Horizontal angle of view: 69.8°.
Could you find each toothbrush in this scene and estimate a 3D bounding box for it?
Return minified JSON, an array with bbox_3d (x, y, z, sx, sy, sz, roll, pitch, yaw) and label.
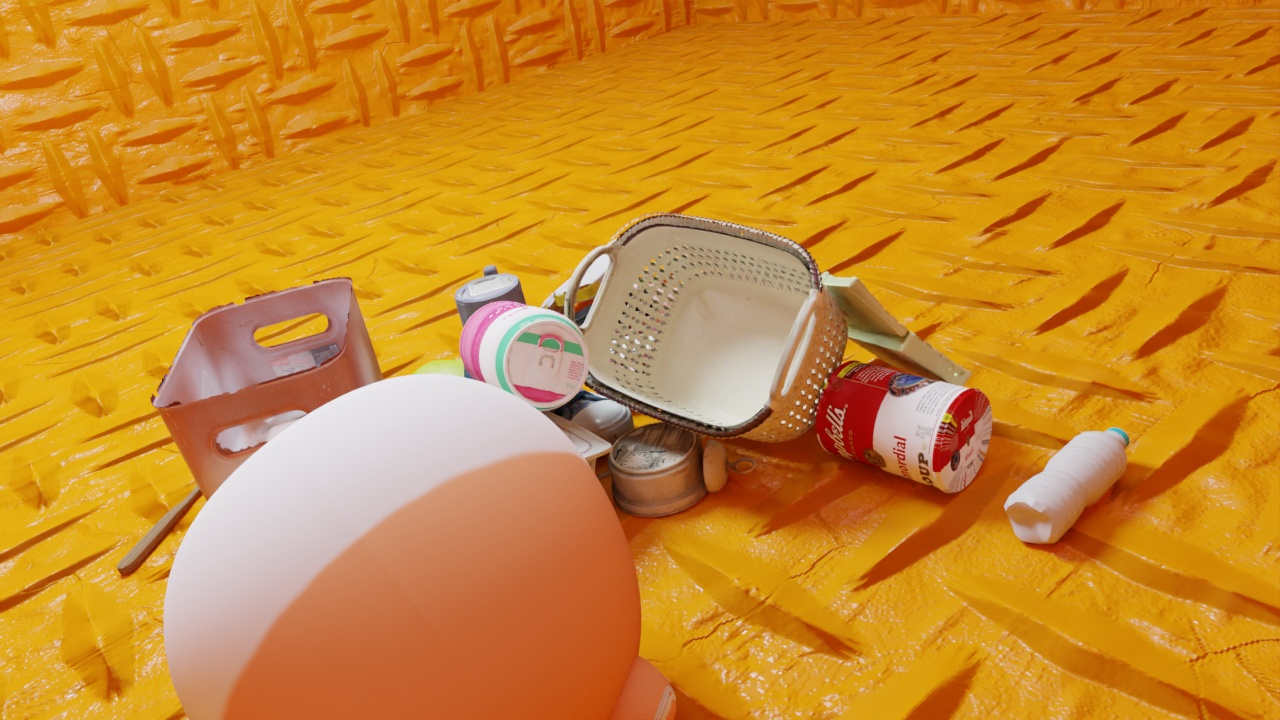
[{"bbox_3d":[-0.478,0.158,0.934,0.016,0.016,0.166,-7,28,13],"label":"toothbrush"}]

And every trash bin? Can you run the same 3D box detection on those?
[{"bbox_3d":[-0.372,0.038,0.969,0.181,0.157,0.259,-16,26,-8],"label":"trash bin"}]

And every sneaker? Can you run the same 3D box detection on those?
[{"bbox_3d":[-0.101,0.033,0.951,0.236,0.079,0.087,14,37,41],"label":"sneaker"}]

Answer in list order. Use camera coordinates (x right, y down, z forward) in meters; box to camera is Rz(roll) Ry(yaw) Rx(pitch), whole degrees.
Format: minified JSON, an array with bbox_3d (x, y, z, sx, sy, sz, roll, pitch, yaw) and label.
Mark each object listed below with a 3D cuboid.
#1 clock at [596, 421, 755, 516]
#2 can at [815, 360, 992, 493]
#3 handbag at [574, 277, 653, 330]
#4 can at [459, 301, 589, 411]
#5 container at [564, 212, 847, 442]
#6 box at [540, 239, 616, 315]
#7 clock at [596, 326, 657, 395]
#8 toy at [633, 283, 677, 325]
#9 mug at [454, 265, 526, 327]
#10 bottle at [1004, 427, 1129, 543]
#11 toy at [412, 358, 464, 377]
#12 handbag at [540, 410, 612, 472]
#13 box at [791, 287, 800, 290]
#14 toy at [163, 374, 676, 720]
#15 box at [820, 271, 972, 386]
[{"bbox_3d":[0.032,0.090,0.813,0.141,0.055,0.092,-3,28,21],"label":"clock"},{"bbox_3d":[0.220,0.053,0.772,0.086,0.087,0.116,-32,33,-34],"label":"can"},{"bbox_3d":[-0.045,-0.052,1.076,0.129,0.054,0.079,-27,-7,29],"label":"handbag"},{"bbox_3d":[-0.107,-0.006,0.835,0.088,0.088,0.166,-21,14,-18],"label":"can"},{"bbox_3d":[0.065,-0.023,0.836,0.252,0.143,0.184,19,84,39],"label":"container"},{"bbox_3d":[-0.063,-0.106,1.189,0.128,0.045,0.209,-37,9,36],"label":"box"},{"bbox_3d":[-0.006,0.006,0.999,0.096,0.048,0.137,-20,27,-16],"label":"clock"},{"bbox_3d":[0.004,-0.074,1.154,0.108,0.053,0.104,8,18,37],"label":"toy"},{"bbox_3d":[-0.172,-0.049,1.112,0.084,0.104,0.123,-13,27,1],"label":"mug"},{"bbox_3d":[0.332,0.090,0.702,0.136,0.044,0.044,-29,32,-31],"label":"bottle"},{"bbox_3d":[-0.232,0.035,1.041,0.092,0.043,0.117,-3,30,20],"label":"toy"},{"bbox_3d":[-0.131,0.092,0.797,0.141,0.096,0.199,-10,19,-40],"label":"handbag"},{"bbox_3d":[0.130,-0.033,0.984,0.094,0.084,0.165,2,35,1],"label":"box"},{"bbox_3d":[-0.124,0.154,0.549,0.262,0.266,0.281,-39,64,-18],"label":"toy"},{"bbox_3d":[0.216,-0.031,0.848,0.030,0.138,0.187,-52,7,3],"label":"box"}]
